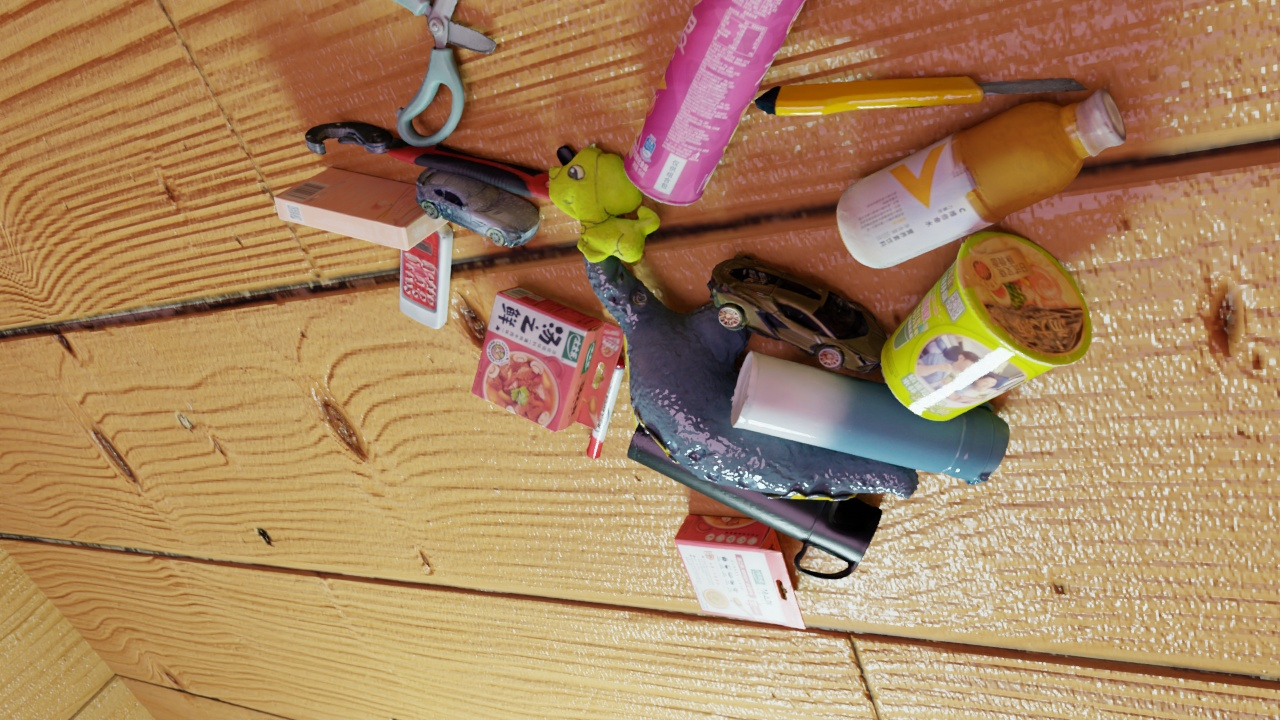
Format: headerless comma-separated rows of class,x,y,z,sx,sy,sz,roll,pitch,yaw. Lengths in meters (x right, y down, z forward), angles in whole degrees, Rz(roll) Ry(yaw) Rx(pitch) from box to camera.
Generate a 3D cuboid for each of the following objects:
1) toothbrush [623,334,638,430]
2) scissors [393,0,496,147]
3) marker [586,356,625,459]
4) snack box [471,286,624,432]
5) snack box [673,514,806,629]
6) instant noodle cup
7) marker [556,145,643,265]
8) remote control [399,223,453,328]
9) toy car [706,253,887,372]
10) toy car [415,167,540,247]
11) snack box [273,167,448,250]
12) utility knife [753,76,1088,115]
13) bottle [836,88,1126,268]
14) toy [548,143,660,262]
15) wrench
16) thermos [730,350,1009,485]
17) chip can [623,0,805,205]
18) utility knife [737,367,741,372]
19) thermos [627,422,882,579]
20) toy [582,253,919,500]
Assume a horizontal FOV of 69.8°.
toothbrush,-0.005,0.005,0.903,0.017,0.015,0.190,22,135,35
scissors,-0.206,-0.273,0.798,0.171,0.019,0.170,27,126,7
marker,-0.037,0.052,0.960,0.017,0.017,0.146,27,134,11
snack box,-0.092,0.002,0.907,0.127,0.044,0.113,22,109,16
snack box,0.113,0.225,0.987,0.127,0.044,0.113,-1,123,33
instant noodle cup,0.244,-0.016,0.682,0.111,0.111,0.124,37,142,0
marker,-0.036,-0.136,0.812,0.018,0.015,0.124,-22,111,36
remote control,-0.225,-0.093,0.958,0.056,0.020,0.136,26,133,10
toy car,0.130,-0.040,0.753,0.158,0.070,0.042,24,131,9
toy car,-0.150,-0.145,0.847,0.121,0.054,0.037,26,135,11
snack box,-0.266,-0.150,0.892,0.157,0.084,0.026,16,128,20
utility knife,0.185,-0.179,0.623,0.216,0.033,0.015,3,136,20
bottle,0.227,-0.124,0.627,0.190,0.067,0.068,-23,110,41
toy,-0.031,-0.134,0.782,0.097,0.031,0.100,1,93,6
wrench,-0.186,-0.185,0.845,0.273,0.056,0.016,15,133,15
thermos,0.186,0.046,0.748,0.220,0.070,0.070,13,133,-3
chip can,0.055,-0.211,0.660,0.071,0.071,0.211,34,135,3
utility knife,0.165,0.034,0.822,0.205,0.021,0.031,15,132,30
thermos,0.103,0.126,0.885,0.242,0.089,0.068,26,166,12
toy,0.070,0.035,0.818,0.356,0.091,0.138,40,114,3
